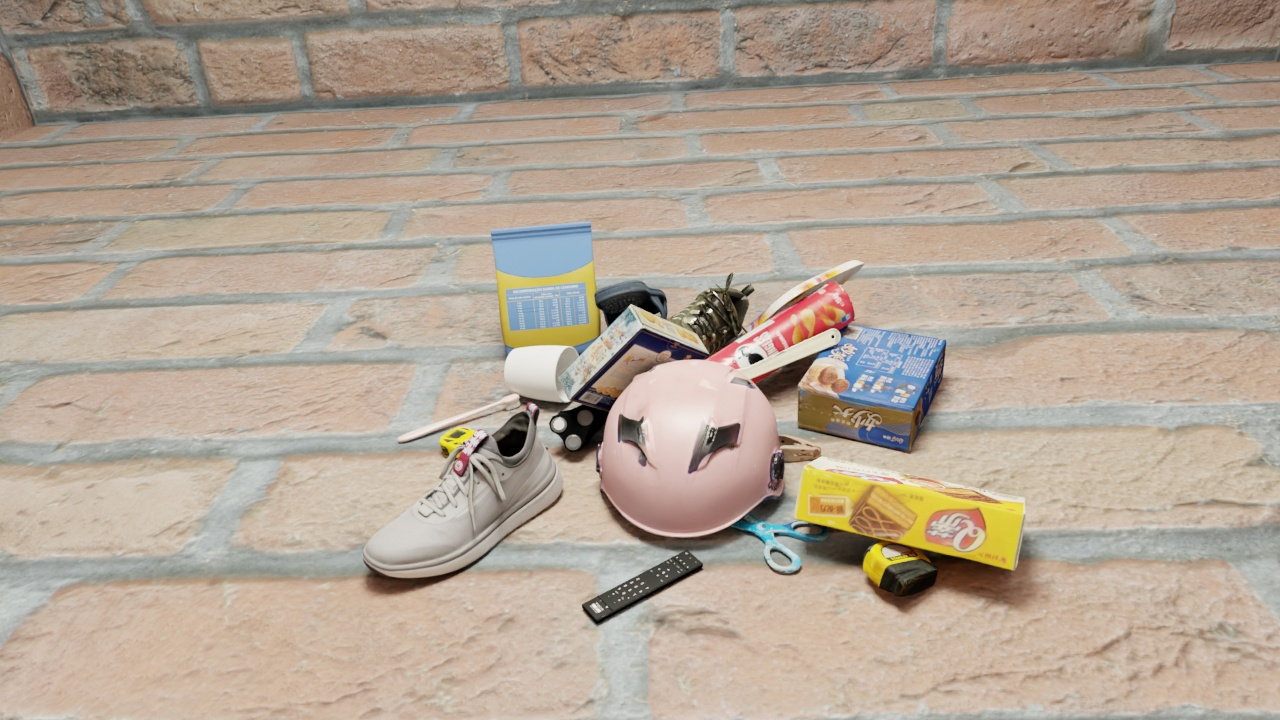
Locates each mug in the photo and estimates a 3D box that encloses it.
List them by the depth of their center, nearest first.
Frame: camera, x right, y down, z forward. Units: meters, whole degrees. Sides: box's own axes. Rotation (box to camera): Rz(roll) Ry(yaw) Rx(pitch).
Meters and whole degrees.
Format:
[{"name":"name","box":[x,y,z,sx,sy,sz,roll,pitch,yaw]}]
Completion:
[{"name":"mug","box":[-0.136,0.019,1.345,0.088,0.081,0.114,3,-2,24]}]

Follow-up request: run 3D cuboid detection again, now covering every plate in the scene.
[{"name":"plate","box":[0.242,-0.091,1.409,0.186,0.187,0.016,-25,77,-33]}]

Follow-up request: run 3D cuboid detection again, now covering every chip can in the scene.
[{"name":"chip can","box":[0.196,-0.027,1.309,0.232,0.073,0.073,-32,36,-11]}]

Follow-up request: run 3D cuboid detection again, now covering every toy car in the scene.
[{"name":"toy car","box":[-0.219,0.116,1.215,0.107,0.030,0.048,18,34,30]}]

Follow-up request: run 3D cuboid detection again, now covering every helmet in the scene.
[{"name":"helmet","box":[0.061,0.092,1.111,0.230,0.153,0.254,8,34,17]}]

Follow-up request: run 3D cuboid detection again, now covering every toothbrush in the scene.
[{"name":"toothbrush","box":[-0.254,0.084,1.293,0.181,0.018,0.016,-19,32,-21]}]

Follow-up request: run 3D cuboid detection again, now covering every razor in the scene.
[{"name":"razor","box":[-0.064,0.074,1.251,0.057,0.060,0.155,50,26,5]}]

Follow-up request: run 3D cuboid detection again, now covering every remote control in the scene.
[{"name":"remote control","box":[0.004,0.242,0.987,0.139,0.009,0.030,-21,34,-28]}]

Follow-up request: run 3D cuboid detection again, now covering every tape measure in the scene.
[{"name":"tape measure","box":[0.270,0.220,0.968,0.065,0.037,0.064,-8,29,-36]}]

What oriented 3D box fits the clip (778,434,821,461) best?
[{"name":"clip","box":[0.200,0.116,1.175,0.060,0.024,0.039,11,32,17]}]

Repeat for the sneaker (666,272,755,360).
[{"name":"sneaker","box":[0.106,-0.052,1.354,0.143,0.101,0.237,-36,2,37]}]

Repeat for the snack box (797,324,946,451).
[{"name":"snack box","box":[0.322,0.030,1.268,0.155,0.069,0.202,12,32,25]}]

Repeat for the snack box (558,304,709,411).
[{"name":"snack box","box":[-0.007,0.007,1.196,0.144,0.145,0.042,20,33,-48]}]

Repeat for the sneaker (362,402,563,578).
[{"name":"sneaker","box":[-0.202,0.149,1.055,0.262,0.129,0.097,-29,38,-35]}]

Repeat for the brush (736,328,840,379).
[{"name":"brush","box":[0.183,0.003,1.263,0.217,0.033,0.012,-23,8,-14]}]

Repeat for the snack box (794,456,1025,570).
[{"name":"snack box","box":[0.294,0.163,1.003,0.230,0.062,0.110,10,5,23]}]

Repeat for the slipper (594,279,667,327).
[{"name":"slipper","box":[-0.011,-0.065,1.423,0.101,0.082,0.263,-15,-7,9]}]

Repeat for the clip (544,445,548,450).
[{"name":"clip","box":[-0.149,0.136,1.179,0.078,0.023,0.049,-3,68,-20]}]

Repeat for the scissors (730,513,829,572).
[{"name":"scissors","box":[0.154,0.192,1.059,0.114,0.013,0.140,-20,31,-27]}]

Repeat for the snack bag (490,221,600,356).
[{"name":"snack bag","box":[-0.146,-0.114,1.436,0.159,0.205,0.102,-5,30,-4]}]
